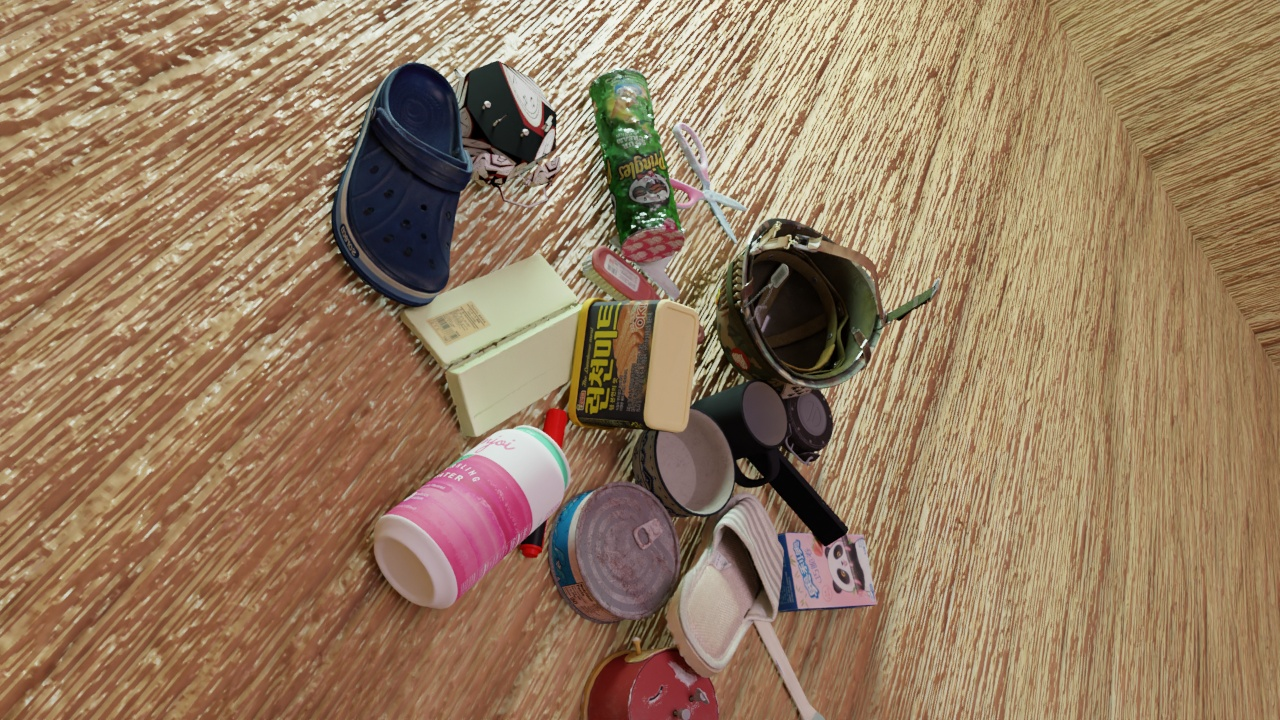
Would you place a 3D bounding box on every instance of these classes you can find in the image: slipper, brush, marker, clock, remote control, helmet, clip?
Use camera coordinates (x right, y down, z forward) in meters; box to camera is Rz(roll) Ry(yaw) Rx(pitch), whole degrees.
[{"bbox_3d":[0.097,0.217,0.932,0.114,0.054,0.271,61,28,-8],"label":"slipper"},{"bbox_3d":[0.004,-0.066,1.024,0.172,0.030,0.040,36,50,-27],"label":"brush"},{"bbox_3d":[-0.091,0.115,0.866,0.023,0.021,0.144,48,43,-49],"label":"marker"},{"bbox_3d":[0.016,0.337,0.829,0.117,0.081,0.158,22,59,-35],"label":"clock"},{"bbox_3d":[0.180,0.150,1.068,0.150,0.035,0.013,49,35,3],"label":"remote control"},{"bbox_3d":[-0.132,-0.230,0.940,0.114,0.065,0.154,-10,79,-45],"label":"clock"},{"bbox_3d":[-0.206,-0.175,0.830,0.105,0.095,0.252,21,56,-39],"label":"slipper"},{"bbox_3d":[0.193,0.075,1.131,0.091,0.044,0.122,45,48,-20],"label":"clock"},{"bbox_3d":[0.187,-0.064,1.041,0.192,0.237,0.223,26,41,-15],"label":"helmet"},{"bbox_3d":[0.013,-0.116,1.055,0.101,0.041,0.054,43,55,-8],"label":"clip"},{"bbox_3d":[0.163,0.347,1.014,0.033,0.012,0.217,-27,90,-45],"label":"brush"}]

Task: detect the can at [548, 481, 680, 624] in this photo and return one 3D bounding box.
[{"bbox_3d":[-0.023,0.184,0.882,0.129,0.044,0.129,18,61,-37],"label":"can"}]

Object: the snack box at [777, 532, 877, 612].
[{"bbox_3d":[0.216,0.250,1.088,0.154,0.033,0.088,10,65,-40],"label":"snack box"}]

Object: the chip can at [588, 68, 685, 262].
[{"bbox_3d":[-0.006,-0.223,1.033,0.075,0.076,0.223,8,61,-41],"label":"chip can"}]

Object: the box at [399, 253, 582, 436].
[{"bbox_3d":[-0.123,-0.023,0.880,0.187,0.048,0.140,-30,92,-46],"label":"box"}]

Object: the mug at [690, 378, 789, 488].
[{"bbox_3d":[0.113,0.086,1.020,0.078,0.088,0.113,-20,87,-46],"label":"mug"}]

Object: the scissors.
[{"bbox_3d":[0.077,-0.232,1.174,0.170,0.014,0.168,10,67,-40],"label":"scissors"}]

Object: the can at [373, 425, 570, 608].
[{"bbox_3d":[-0.137,0.127,0.768,0.165,0.088,0.088,-39,100,-45],"label":"can"}]

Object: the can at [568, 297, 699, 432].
[{"bbox_3d":[-0.005,0.005,0.906,0.072,0.101,0.130,14,81,-49],"label":"can"}]

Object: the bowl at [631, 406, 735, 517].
[{"bbox_3d":[0.038,0.111,0.960,0.115,0.059,0.115,18,61,-37],"label":"bowl"}]
